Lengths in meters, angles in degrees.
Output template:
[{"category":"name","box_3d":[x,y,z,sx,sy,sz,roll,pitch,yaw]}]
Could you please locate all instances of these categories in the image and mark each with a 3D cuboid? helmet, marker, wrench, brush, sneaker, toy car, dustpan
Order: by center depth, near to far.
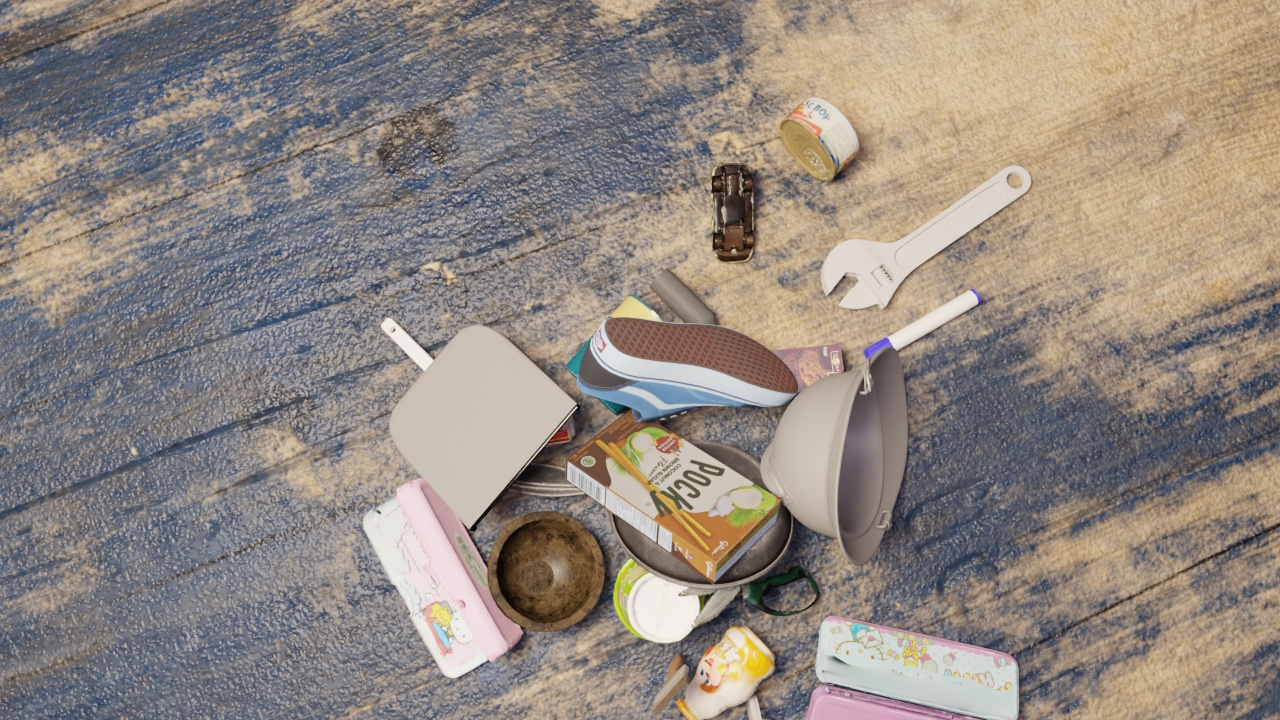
[{"category":"brush","box_3d":[0.033,0.310,0.906,0.008,0.143,0.045,42,92,6]},{"category":"helmet","box_3d":[0.187,0.088,0.929,0.118,0.270,0.183,0,117,29]},{"category":"sneaker","box_3d":[0.044,0.020,0.938,0.241,0.098,0.083,10,44,-29]},{"category":"dustpan","box_3d":[-0.197,0.032,0.960,0.257,0.033,0.163,41,91,23]},{"category":"marker","box_3d":[0.313,-0.038,1.021,0.141,0.020,0.020,-29,83,-4]},{"category":"toy car","box_3d":[0.102,-0.166,1.030,0.048,0.040,0.113,-1,100,-1]},{"category":"wrench","box_3d":[0.323,-0.148,1.039,0.273,0.018,0.086,-35,82,-7]}]

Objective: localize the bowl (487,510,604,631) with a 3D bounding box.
[{"category":"bowl","box_3d":[-0.103,0.223,0.957,0.121,0.056,0.121,7,67,-16]}]

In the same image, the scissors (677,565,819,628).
[{"category":"scissors","box_3d":[0.116,0.234,0.928,0.209,0.015,0.146,-37,96,-46]}]

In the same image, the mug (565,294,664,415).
[{"category":"mug","box_3d":[-0.006,0.006,0.980,0.113,0.083,0.107,43,84,1]}]

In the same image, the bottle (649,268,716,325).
[{"category":"bottle","box_3d":[0.060,-0.052,1.015,0.030,0.030,0.113,-44,85,-6]}]

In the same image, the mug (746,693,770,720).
[{"category":"mug","box_3d":[0.123,0.401,0.932,0.084,0.070,0.113,-9,84,-2]}]

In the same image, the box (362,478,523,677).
[{"category":"box","box_3d":[-0.216,0.229,0.952,0.103,0.087,0.201,-32,84,8]}]

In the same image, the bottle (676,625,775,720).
[{"category":"bottle","box_3d":[0.086,0.327,0.946,0.108,0.063,0.063,-44,85,-5]}]

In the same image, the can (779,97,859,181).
[{"category":"can","box_3d":[0.197,-0.245,1.016,0.043,0.086,0.086,-42,84,-8]}]

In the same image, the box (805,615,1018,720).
[{"category":"box","box_3d":[0.283,0.357,0.954,0.214,0.049,0.149,12,79,1]}]

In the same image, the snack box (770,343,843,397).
[{"category":"snack box","box_3d":[0.149,0.016,1.005,0.141,0.032,0.051,-6,82,-1]}]

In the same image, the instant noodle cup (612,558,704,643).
[{"category":"instant noodle cup","box_3d":[0.021,0.245,0.934,0.099,0.108,0.099,0,83,-1]}]

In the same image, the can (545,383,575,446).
[{"category":"can","box_3d":[-0.126,0.064,0.979,0.105,0.064,0.064,-11,82,-2]}]

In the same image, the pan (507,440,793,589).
[{"category":"pan","box_3d":[-0.019,0.134,0.949,0.357,0.055,0.186,12,41,10]}]

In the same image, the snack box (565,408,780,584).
[{"category":"snack box","box_3d":[0.029,0.125,0.891,0.186,0.032,0.100,31,47,28]}]
